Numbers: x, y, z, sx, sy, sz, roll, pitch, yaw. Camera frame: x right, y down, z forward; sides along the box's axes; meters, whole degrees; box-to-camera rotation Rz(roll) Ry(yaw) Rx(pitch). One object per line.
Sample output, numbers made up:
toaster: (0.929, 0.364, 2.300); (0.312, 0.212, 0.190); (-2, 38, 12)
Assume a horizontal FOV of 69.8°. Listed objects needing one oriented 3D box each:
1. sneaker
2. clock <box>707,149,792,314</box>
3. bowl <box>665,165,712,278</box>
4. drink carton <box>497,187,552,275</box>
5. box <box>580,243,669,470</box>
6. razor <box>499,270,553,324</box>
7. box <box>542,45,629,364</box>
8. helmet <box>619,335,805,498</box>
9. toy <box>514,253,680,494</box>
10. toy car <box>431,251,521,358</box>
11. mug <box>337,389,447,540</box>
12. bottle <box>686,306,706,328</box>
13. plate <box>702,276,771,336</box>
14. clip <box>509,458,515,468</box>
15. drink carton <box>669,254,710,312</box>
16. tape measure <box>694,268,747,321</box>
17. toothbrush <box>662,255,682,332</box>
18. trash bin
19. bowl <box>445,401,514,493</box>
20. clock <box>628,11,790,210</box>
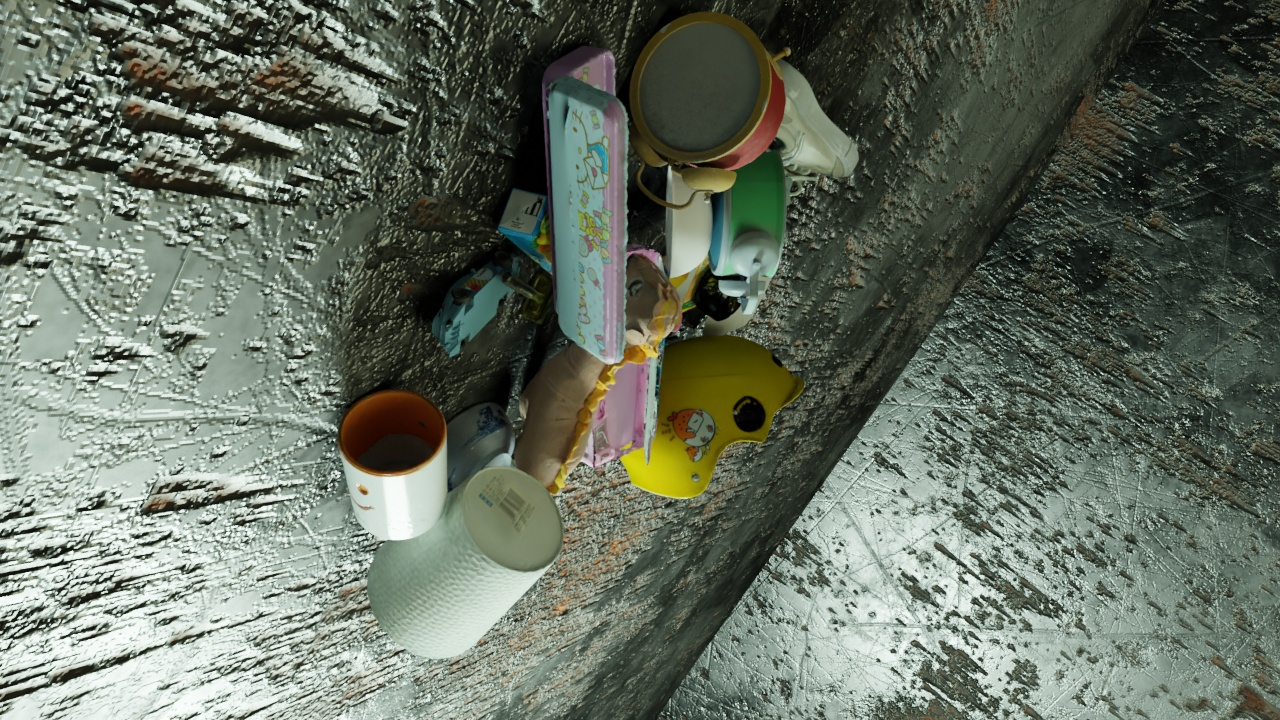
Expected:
sneaker: (0.157, -0.233, 0.976); (0.091, 0.089, 0.242); (-52, 153, 11)
clock: (0.106, -0.124, 0.890); (0.122, 0.075, 0.161); (101, -11, -70)
bowl: (0.047, -0.131, 0.874); (0.110, 0.040, 0.110); (174, -84, -88)
drink carton: (-0.073, -0.100, 0.765); (0.044, 0.039, 0.129); (-71, 160, -8)
box: (-0.004, 0.006, 0.913); (0.084, 0.091, 0.231); (-20, 124, -41)
razor: (-0.098, -0.060, 0.771); (0.042, 0.026, 0.106); (-63, 169, -1)
box: (-0.041, -0.114, 0.691); (0.062, 0.140, 0.215); (-4, 126, -7)
helmet: (0.061, 0.040, 1.084); (0.239, 0.139, 0.209); (-38, -168, -11)
toy: (-0.041, 0.033, 0.835); (0.065, 0.195, 0.265); (7, 152, -35)
toy car: (-0.135, -0.051, 0.741); (0.107, 0.027, 0.060); (-55, 167, -46)
mug: (-0.199, 0.086, 0.751); (0.082, 0.082, 0.105); (-38, 155, -33)
bottle: (0.074, -0.083, 1.097); (0.036, 0.036, 0.110); (-33, 152, -39)
plate: (0.133, -0.093, 1.140); (0.173, 0.036, 0.174); (-59, 169, -20)
clip: (-0.164, 0.172, 1.032); (0.090, 0.027, 0.163); (-37, 153, -30)
drink carton: (0.063, -0.117, 1.016); (0.058, 0.041, 0.123); (-26, 146, -48)
tape measure: (0.094, -0.080, 1.021); (0.071, 0.042, 0.072); (-47, 161, -22)
toothbrush: (0.029, -0.070, 0.951); (0.135, 0.021, 0.016); (-96, -170, -55)
trash bin: (-0.157, 0.182, 0.849); (0.162, 0.133, 0.133); (-43, 167, 36)
bowl: (-0.161, 0.099, 0.895); (0.114, 0.045, 0.114); (-42, 156, -24)
clock: (0.053, -0.202, 0.764); (0.159, 0.117, 0.081); (-61, 160, 12)
